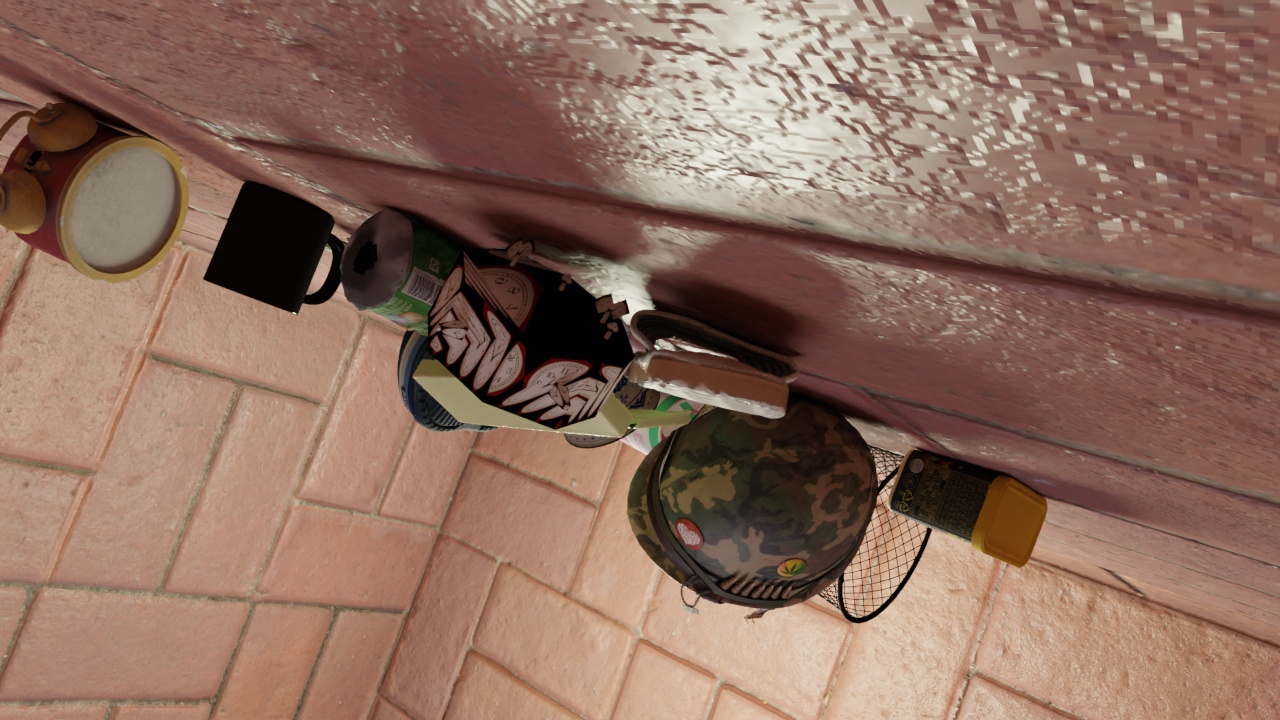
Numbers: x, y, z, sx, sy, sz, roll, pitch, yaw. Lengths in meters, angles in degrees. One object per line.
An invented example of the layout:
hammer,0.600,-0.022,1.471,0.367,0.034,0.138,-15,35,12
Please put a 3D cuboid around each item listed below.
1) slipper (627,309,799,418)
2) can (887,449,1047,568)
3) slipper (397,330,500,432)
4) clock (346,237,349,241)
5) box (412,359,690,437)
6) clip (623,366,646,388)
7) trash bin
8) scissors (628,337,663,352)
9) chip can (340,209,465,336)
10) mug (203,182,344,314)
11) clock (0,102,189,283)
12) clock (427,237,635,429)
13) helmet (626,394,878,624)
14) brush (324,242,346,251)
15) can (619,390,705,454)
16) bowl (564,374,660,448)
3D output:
slipper,0.043,0.004,0.597,0.114,0.054,0.272,19,-179,-2
can,0.317,0.142,0.892,0.101,0.072,0.130,19,176,44
slipper,-0.181,0.010,0.894,0.095,0.105,0.253,41,176,16
clock,-0.231,-0.077,0.884,0.091,0.043,0.122,16,173,42
box,-0.073,0.035,0.712,0.188,0.048,0.140,2,167,39
clip,-0.006,0.005,0.946,0.101,0.041,0.054,23,-173,-33
trash bin,0.186,0.155,1.013,0.210,0.184,0.184,24,178,40
scissors,0.021,0.002,0.822,0.171,0.014,0.168,18,167,46
chip can,-0.120,-0.038,0.692,0.075,0.075,0.223,17,174,37
mug,-0.301,-0.089,0.784,0.078,0.088,0.113,17,174,32
clock,-0.432,-0.134,0.700,0.081,0.117,0.159,23,171,13
clock,-0.056,-0.028,0.543,0.114,0.065,0.154,32,-159,-3
helmet,0.101,0.128,0.843,0.224,0.192,0.236,-10,153,2
brush,-0.271,-0.099,1.000,0.217,0.012,0.033,23,175,-37
can,0.007,0.059,1.066,0.088,0.088,0.166,24,179,-35
bowl,-0.043,0.035,0.990,0.116,0.115,0.059,14,139,52
